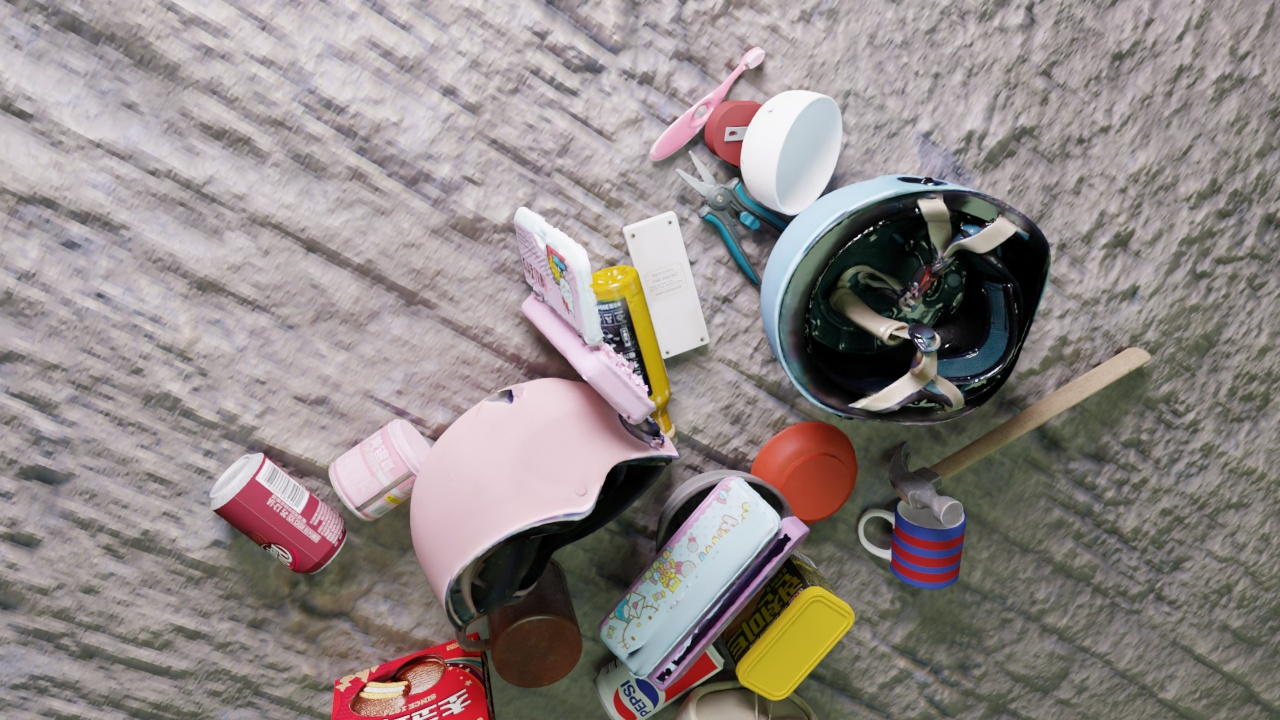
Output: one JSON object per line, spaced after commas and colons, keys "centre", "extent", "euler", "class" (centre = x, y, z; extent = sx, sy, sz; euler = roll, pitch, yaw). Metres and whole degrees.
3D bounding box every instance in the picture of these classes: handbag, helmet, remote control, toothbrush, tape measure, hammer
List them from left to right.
{"centre": [-0.093, 0.107, 0.805], "extent": [0.254, 0.152, 0.231], "euler": [-17, 152, -52], "class": "helmet"}
{"centre": [0.025, -0.069, 0.863], "extent": [0.050, 0.011, 0.136], "euler": [-20, 115, -6], "class": "remote control"}
{"centre": [0.058, -0.224, 0.805], "extent": [0.135, 0.016, 0.021], "euler": [-44, 120, 6], "class": "toothbrush"}
{"centre": [0.083, -0.198, 0.811], "extent": [0.051, 0.019, 0.059], "euler": [-10, 123, -28], "class": "tape measure"}
{"centre": [0.130, 0.411, 0.982], "extent": [0.229, 0.184, 0.132], "euler": [22, 106, -31], "class": "handbag"}
{"centre": [0.217, -0.060, 0.827], "extent": [0.265, 0.167, 0.226], "euler": [4, 112, -25], "class": "helmet"}
{"centre": [0.409, 0.063, 0.976], "extent": [0.330, 0.119, 0.031], "euler": [-29, 116, -12], "class": "hammer"}

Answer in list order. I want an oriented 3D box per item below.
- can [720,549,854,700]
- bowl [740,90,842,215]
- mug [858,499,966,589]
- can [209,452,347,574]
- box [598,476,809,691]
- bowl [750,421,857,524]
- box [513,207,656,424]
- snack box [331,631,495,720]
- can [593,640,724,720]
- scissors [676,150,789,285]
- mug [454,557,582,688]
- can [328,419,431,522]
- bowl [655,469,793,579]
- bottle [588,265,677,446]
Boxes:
{"centre": [0.149, 0.277, 0.988], "extent": [0.072, 0.101, 0.131], "euler": [35, 100, -24], "class": "can"}
{"centre": [0.127, -0.186, 0.805], "extent": [0.104, 0.054, 0.105], "euler": [-33, 138, -35], "class": "bowl"}
{"centre": [0.299, 0.198, 1.017], "extent": [0.112, 0.074, 0.076], "euler": [4, 113, 12], "class": "mug"}
{"centre": [-0.326, 0.139, 0.830], "extent": [0.063, 0.063, 0.114], "euler": [-40, 116, 4], "class": "can"}
{"centre": [0.059, 0.215, 0.901], "extent": [0.092, 0.089, 0.214], "euler": [42, 100, 19], "class": "box"}
{"centre": [0.179, 0.127, 0.970], "extent": [0.122, 0.035, 0.122], "euler": [-5, 113, -12], "class": "bowl"}
{"centre": [-0.060, -0.037, 0.748], "extent": [0.059, 0.201, 0.156], "euler": [-33, 117, -8], "class": "box"}
{"centre": [-0.224, 0.347, 0.903], "extent": [0.152, 0.132, 0.036], "euler": [-17, 115, -7], "class": "snack box"}
{"centre": [0.021, 0.336, 0.996], "extent": [0.132, 0.070, 0.070], "euler": [-34, 116, 1], "class": "can"}
{"centre": [0.092, -0.129, 0.851], "extent": [0.150, 0.019, 0.121], "euler": [4, 114, -14], "class": "scissors"}
{"centre": [-0.124, 0.262, 0.910], "extent": [0.123, 0.110, 0.096], "euler": [-20, 110, -7], "class": "mug"}
{"centre": [-0.232, 0.100, 0.836], "extent": [0.076, 0.067, 0.067], "euler": [-34, 116, 1], "class": "can"}
{"centre": [0.078, 0.168, 0.943], "extent": [0.145, 0.067, 0.145], "euler": [-5, 113, -12], "class": "bowl"}
{"centre": [-0.005, 0.005, 0.862], "extent": [0.053, 0.053, 0.186], "euler": [-19, 115, -6], "class": "bottle"}
